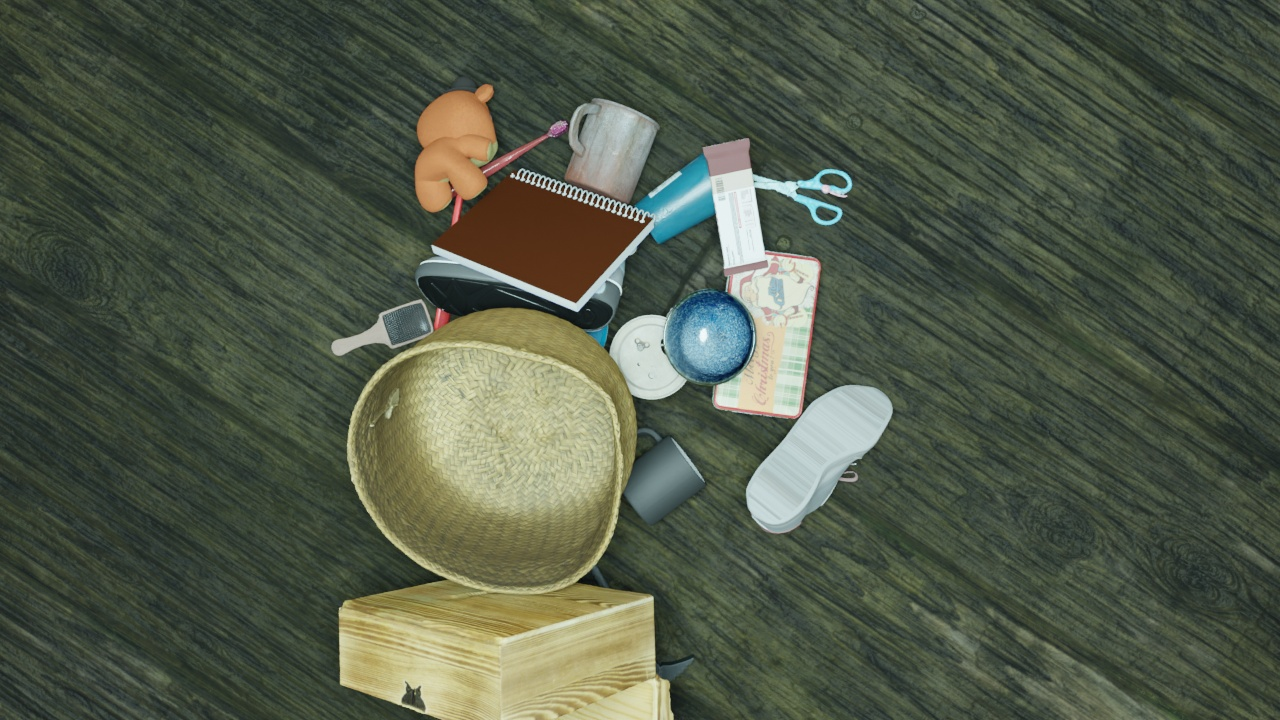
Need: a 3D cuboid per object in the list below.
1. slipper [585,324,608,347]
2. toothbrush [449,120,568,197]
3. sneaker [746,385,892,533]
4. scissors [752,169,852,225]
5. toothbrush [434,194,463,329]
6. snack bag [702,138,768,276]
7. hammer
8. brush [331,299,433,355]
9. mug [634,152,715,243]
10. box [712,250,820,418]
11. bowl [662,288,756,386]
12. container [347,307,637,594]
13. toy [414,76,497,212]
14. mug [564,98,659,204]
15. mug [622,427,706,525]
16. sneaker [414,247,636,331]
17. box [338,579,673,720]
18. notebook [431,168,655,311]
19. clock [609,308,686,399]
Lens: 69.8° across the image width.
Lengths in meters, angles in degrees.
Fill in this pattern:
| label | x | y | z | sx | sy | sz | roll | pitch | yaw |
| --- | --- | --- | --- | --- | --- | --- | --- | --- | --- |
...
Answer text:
| label | x | y | z | sx | sy | sz | roll | pitch | yaw |
| --- | --- | --- | --- | --- | --- | --- | --- | --- | --- |
| slipper | -0.154 | 0.022 | 1.162 | 0.295 | 0.060 | 0.118 | -44 | 94 | 3 |
| toothbrush | -0.174 | -0.253 | 1.162 | 0.190 | 0.016 | 0.016 | -31 | 96 | -2 |
| sneaker | 0.220 | 0.127 | 1.150 | 0.235 | 0.090 | 0.099 | -40 | 68 | -17 |
| scissors | 0.195 | -0.208 | 1.167 | 0.141 | 0.015 | 0.076 | 5 | 94 | 8 |
| toothbrush | -0.238 | -0.143 | 1.179 | 0.018 | 0.012 | 0.212 | 10 | 93 | 1 |
| snack bag | 0.115 | -0.182 | 1.100 | 0.057 | 0.013 | 0.158 | -12 | 109 | 2 |
| hammer | -0.047 | 0.279 | 1.190 | 0.095 | 0.015 | 0.325 | -30 | 91 | 3 |
| brush | -0.337 | -0.036 | 1.185 | 0.136 | 0.015 | 0.050 | -19 | 90 | 3 |
| mug | 0.058 | -0.201 | 1.139 | 0.121 | 0.078 | 0.078 | -31 | 91 | 7 |
| box | 0.157 | -0.034 | 1.154 | 0.117 | 0.051 | 0.205 | 9 | 93 | 2 |
| bowl | 0.090 | -0.026 | 1.104 | 0.114 | 0.060 | 0.114 | -1 | 88 | 22 |
| container | -0.156 | 0.089 | 1.053 | 0.307 | 0.196 | 0.307 | 1 | 109 | 3 |
| toy | -0.226 | -0.270 | 1.123 | 0.112 | 0.096 | 0.176 | -10 | 74 | 35 |
| mug | -0.046 | -0.258 | 1.118 | 0.096 | 0.122 | 0.110 | 18 | 91 | 43 |
| mug | 0.016 | 0.138 | 1.158 | 0.088 | 0.078 | 0.113 | -37 | 64 | 3 |
| sneaker | -0.140 | -0.127 | 1.135 | 0.257 | 0.093 | 0.160 | 9 | 57 | 11 |
| box | -0.135 | 0.423 | 1.035 | 0.280 | 0.285 | 0.336 | -5 | 88 | 40 |
| notebook | -0.113 | -0.151 | 1.090 | 0.209 | 0.022 | 0.171 | 23 | 54 | 24 |
| clock | -0.007 | 0.007 | 1.155 | 0.157 | 0.061 | 0.103 | -30 | 91 | -5 |
